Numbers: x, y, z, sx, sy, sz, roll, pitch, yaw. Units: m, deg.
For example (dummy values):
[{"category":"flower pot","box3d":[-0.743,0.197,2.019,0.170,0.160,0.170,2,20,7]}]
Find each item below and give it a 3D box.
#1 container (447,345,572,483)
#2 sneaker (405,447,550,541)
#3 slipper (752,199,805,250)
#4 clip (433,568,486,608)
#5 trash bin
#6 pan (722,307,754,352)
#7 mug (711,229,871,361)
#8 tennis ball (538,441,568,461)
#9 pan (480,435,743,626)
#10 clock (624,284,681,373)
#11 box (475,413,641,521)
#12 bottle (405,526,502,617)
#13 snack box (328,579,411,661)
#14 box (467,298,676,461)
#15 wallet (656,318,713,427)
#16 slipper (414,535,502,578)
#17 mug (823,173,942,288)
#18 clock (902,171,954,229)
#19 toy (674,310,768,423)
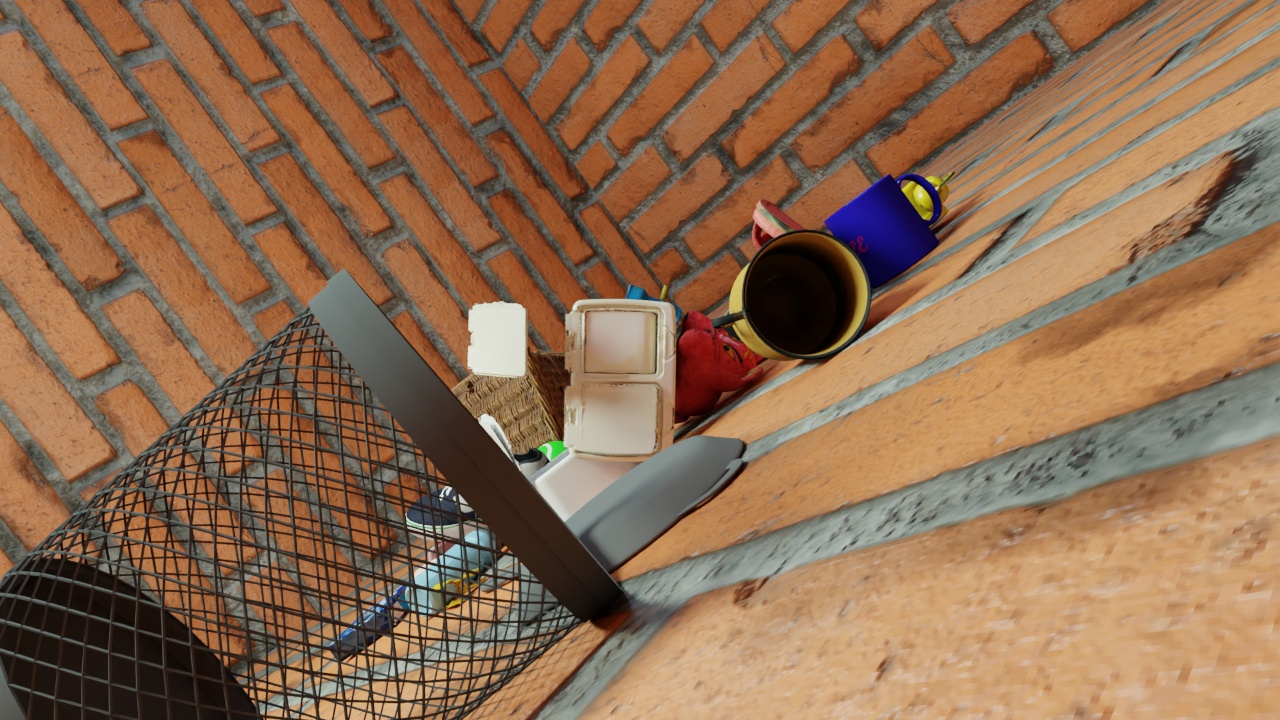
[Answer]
[{"category":"container","box3d":[-0.145,0.085,1.269,0.182,0.162,0.251,-10,-16,-47]},{"category":"sneaker","box3d":[-0.186,0.144,1.033,0.236,0.079,0.084,-15,23,32]},{"category":"slipper","box3d":[0.163,-0.092,0.908,0.059,0.103,0.248,-53,-23,10]},{"category":"clip","box3d":[-0.170,0.219,0.873,0.049,0.044,0.054,9,-22,-24]},{"category":"trash bin","box3d":[-0.165,0.111,0.459,0.227,0.218,0.218,-41,2,-10]},{"category":"pan","box3d":[0.160,-0.055,1.060,0.187,0.055,0.356,-46,13,12]},{"category":"mug","box3d":[0.115,-0.046,0.754,0.123,0.100,0.094,-17,-2,-3]},{"category":"tennis ball","box3d":[-0.098,0.127,1.078,0.065,0.065,0.065,-36,1,1]},{"category":"pan","box3d":[-0.047,0.128,0.683,0.215,0.024,0.356,-38,2,-41]},{"category":"clock","box3d":[-0.005,0.005,0.900,0.116,0.060,0.162,-79,3,-72]},{"category":"box","box3d":[-0.090,0.086,0.875,0.120,0.136,0.109,-36,-1,-17]},{"category":"bottle","box3d":[-0.187,0.213,0.948,0.040,0.040,0.129,-35,2,35]},{"category":"snack box","box3d":[-0.317,0.311,1.113,0.082,0.027,0.150,-36,2,-2]},{"category":"box","box3d":[-0.058,0.017,0.789,0.186,0.143,0.070,0,-1,-6]},{"category":"wallet","box3d":[0.052,0.015,1.061,0.121,0.013,0.087,-59,6,27]},{"category":"slipper","box3d":[-0.188,0.200,1.110,0.107,0.055,0.221,-33,2,34]},{"category":"mug","box3d":[0.254,-0.139,0.923,0.111,0.083,0.079,-37,1,-7]},{"category":"clock","box3d":[0.306,-0.165,1.024,0.119,0.057,0.083,-43,-3,31]},{"category":"toy","box3d":[0.067,0.027,0.903,0.087,0.094,0.133,-74,2,-49]}]
